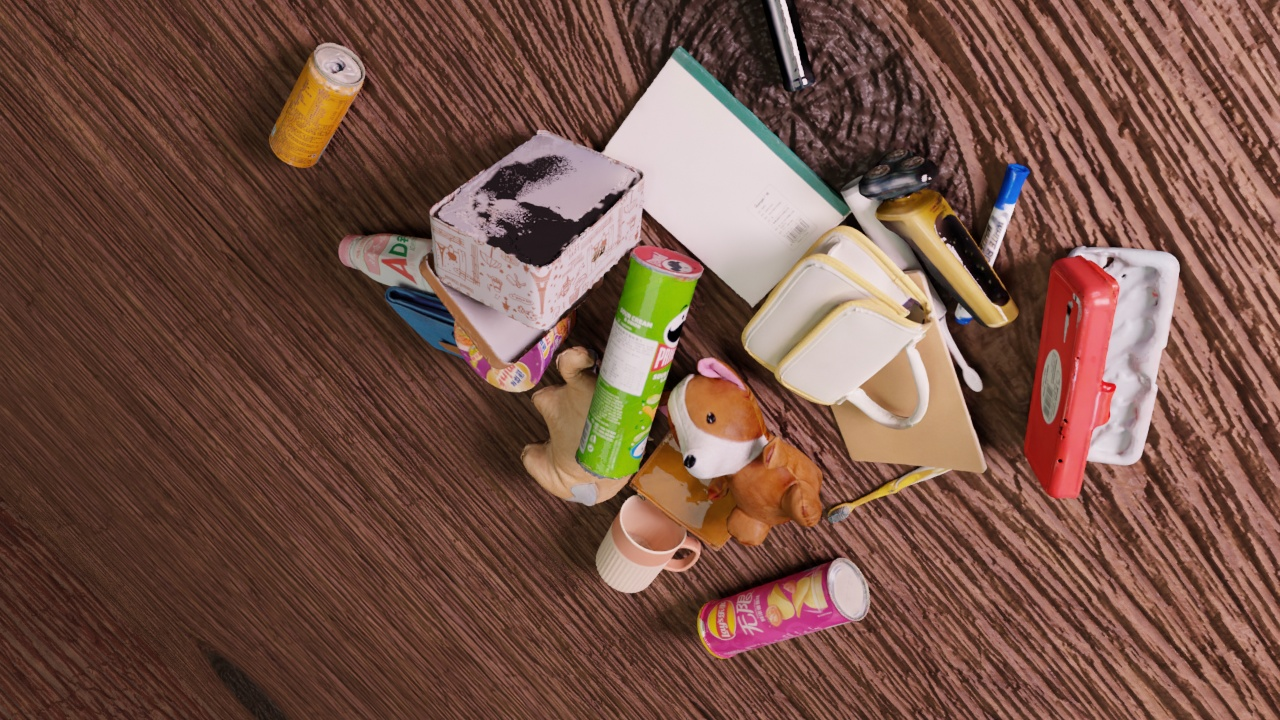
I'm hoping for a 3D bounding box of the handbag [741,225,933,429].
[{"bbox_3d":[0.189,-0.010,0.815,0.179,0.063,0.164,42,146,5],"label":"handbag"}]

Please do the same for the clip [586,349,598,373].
[{"bbox_3d":[-0.062,0.014,1.045,0.024,0.028,0.057,26,141,16],"label":"clip"}]

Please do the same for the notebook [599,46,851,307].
[{"bbox_3d":[0.071,-0.162,0.844,0.209,0.012,0.151,43,133,-1],"label":"notebook"}]

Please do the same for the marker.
[{"bbox_3d":[0.287,-0.092,0.756,0.017,0.016,0.146,21,130,18],"label":"marker"}]

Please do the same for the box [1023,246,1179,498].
[{"bbox_3d":[0.377,0.009,0.742,0.099,0.095,0.202,-5,121,3],"label":"box"}]

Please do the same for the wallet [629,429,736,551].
[{"bbox_3d":[0.059,0.152,1.046,0.130,0.035,0.119,37,122,3],"label":"wallet"}]

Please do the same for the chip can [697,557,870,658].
[{"bbox_3d":[0.162,0.290,1.066,0.071,0.071,0.211,50,132,-8],"label":"chip can"}]

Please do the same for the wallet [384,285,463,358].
[{"bbox_3d":[-0.224,-0.034,1.061,0.106,0.040,0.133,20,164,20],"label":"wallet"}]

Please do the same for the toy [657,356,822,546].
[{"bbox_3d":[0.094,0.094,0.944,0.140,0.130,0.199,-33,91,42],"label":"toy"}]

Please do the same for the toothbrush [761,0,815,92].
[{"bbox_3d":[0.095,-0.315,0.711,0.027,0.026,0.213,-16,114,14],"label":"toothbrush"}]

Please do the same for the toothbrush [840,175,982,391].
[{"bbox_3d":[0.241,-0.062,0.799,0.027,0.026,0.221,-31,103,20],"label":"toothbrush"}]

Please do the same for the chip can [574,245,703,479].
[{"bbox_3d":[-0.005,0.005,0.925,0.072,0.072,0.236,24,114,16],"label":"chip can"}]

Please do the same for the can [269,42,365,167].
[{"bbox_3d":[-0.353,-0.274,0.996,0.058,0.058,0.146,47,133,-6],"label":"can"}]

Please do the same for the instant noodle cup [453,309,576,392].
[{"bbox_3d":[-0.128,-0.038,0.995,0.112,0.099,0.112,17,130,22],"label":"instant noodle cup"}]

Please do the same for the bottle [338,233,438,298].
[{"bbox_3d":[-0.264,-0.111,1.052,0.197,0.068,0.068,13,127,28],"label":"bottle"}]

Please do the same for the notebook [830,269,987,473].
[{"bbox_3d":[0.225,0.014,0.853,0.148,0.008,0.208,0,122,48],"label":"notebook"}]

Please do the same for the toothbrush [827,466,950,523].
[{"bbox_3d":[0.259,0.128,0.927,0.016,0.018,0.192,47,133,-7],"label":"toothbrush"}]

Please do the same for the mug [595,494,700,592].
[{"bbox_3d":[0.012,0.227,1.116,0.114,0.081,0.106,17,135,-11],"label":"mug"}]

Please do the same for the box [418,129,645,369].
[{"bbox_3d":[-0.105,-0.096,0.880,0.151,0.181,0.169,26,140,20],"label":"box"}]

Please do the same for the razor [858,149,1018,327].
[{"bbox_3d":[0.246,-0.096,0.740,0.167,0.062,0.068,51,153,-4],"label":"razor"}]

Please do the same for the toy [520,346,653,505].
[{"bbox_3d":[-0.056,0.071,1.035,0.143,0.082,0.227,11,128,-5],"label":"toy"}]
